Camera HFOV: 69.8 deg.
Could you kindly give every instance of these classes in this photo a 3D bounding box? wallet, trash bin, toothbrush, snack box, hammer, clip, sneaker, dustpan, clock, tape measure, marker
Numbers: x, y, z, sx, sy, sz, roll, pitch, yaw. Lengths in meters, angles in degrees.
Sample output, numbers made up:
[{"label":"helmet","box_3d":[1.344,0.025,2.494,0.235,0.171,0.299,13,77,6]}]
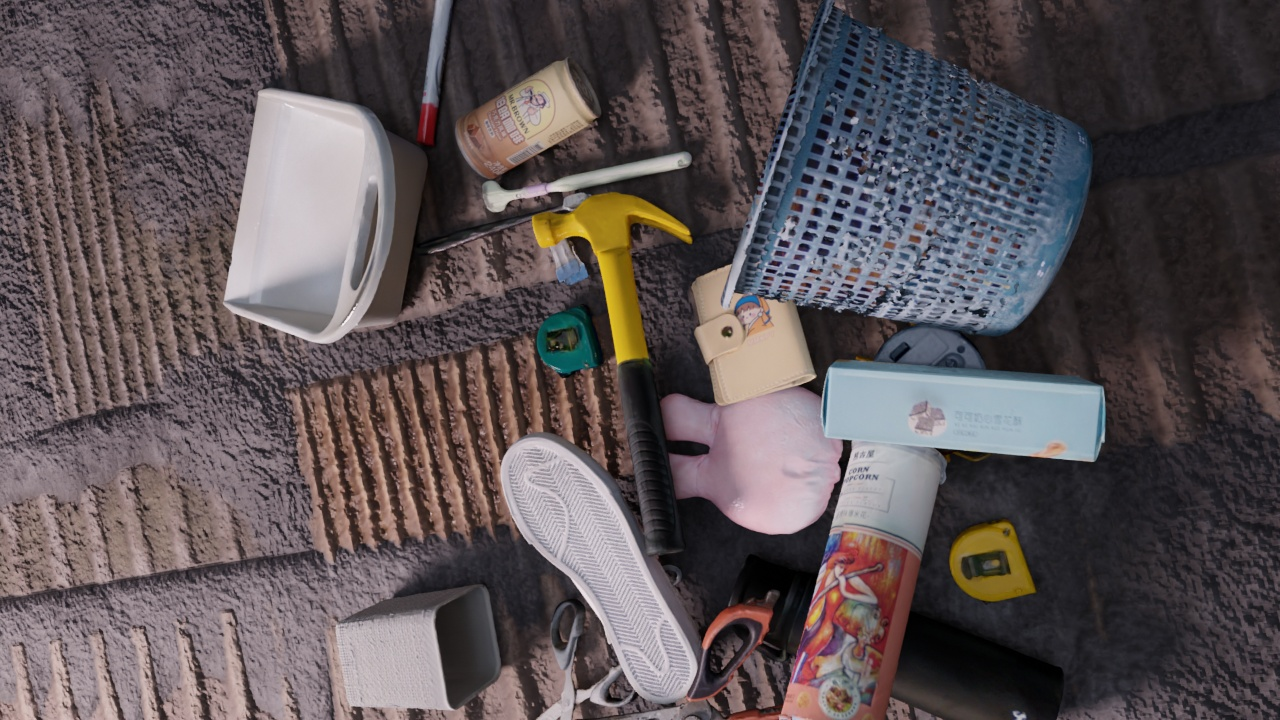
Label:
[{"label":"wallet","box_3d":[0.084,-0.026,0.732,0.087,0.024,0.115,-21,67,22]},{"label":"trash bin","box_3d":[0.181,-0.113,0.630,0.195,0.226,0.227,19,98,4]},{"label":"toothbrush","box_3d":[-0.126,-0.121,0.818,0.181,0.018,0.015,-13,85,20]},{"label":"toothbrush","box_3d":[-0.047,-0.157,0.789,0.190,0.020,0.029,-8,120,17]},{"label":"snack box","box_3d":[0.214,0.031,0.625,0.175,0.074,0.051,4,95,15]},{"label":"hammer","box_3d":[-0.004,0.004,0.739,0.129,0.033,0.300,-11,76,6]},{"label":"clip","box_3d":[-0.067,-0.096,0.798,0.027,0.043,0.058,-23,78,20]},{"label":"sneaker","box_3d":[-0.023,0.160,0.760,0.089,0.090,0.242,-35,84,11]},{"label":"dustpan","box_3d":[-0.296,-0.128,0.809,0.258,0.142,0.223,14,96,16]},{"label":"clock","box_3d":[0.225,0.023,0.689,0.082,0.055,0.122,-45,80,13]},{"label":"tape measure","box_3d":[-0.063,-0.016,0.797,0.055,0.025,0.058,-16,87,17]},{"label":"tape measure","box_3d":[0.265,0.154,0.696,0.057,0.028,0.060,-19,86,18]},{"label":"marker","box_3d":[-0.185,-0.268,0.830,0.017,0.017,0.145,11,96,17]}]

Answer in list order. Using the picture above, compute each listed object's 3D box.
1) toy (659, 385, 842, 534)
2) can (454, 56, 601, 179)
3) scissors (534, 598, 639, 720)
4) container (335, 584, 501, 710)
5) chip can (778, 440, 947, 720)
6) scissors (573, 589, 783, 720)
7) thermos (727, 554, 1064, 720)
[{"label":"toy","box_3d":[0.082,0.074,0.739,0.160,0.054,0.121,8,88,21]},{"label":"can","box_3d":[-0.096,-0.205,0.781,0.116,0.058,0.058,-25,85,18]},{"label":"scissors","box_3d":[-0.058,0.296,0.805,0.160,0.014,0.180,-10,82,37]},{"label":"container","box_3d":[-0.201,0.258,0.823,0.114,0.090,0.090,-10,89,21]},{"label":"chip can","box_3d":[0.162,0.163,0.659,0.071,0.071,0.214,14,68,17]},{"label":"scissors","box_3d":[0.058,0.264,0.697,0.189,0.015,0.227,25,106,-4]},{"label":"thermos","box_3d":[0.188,0.229,0.713,0.243,0.068,0.090,18,130,18]}]
